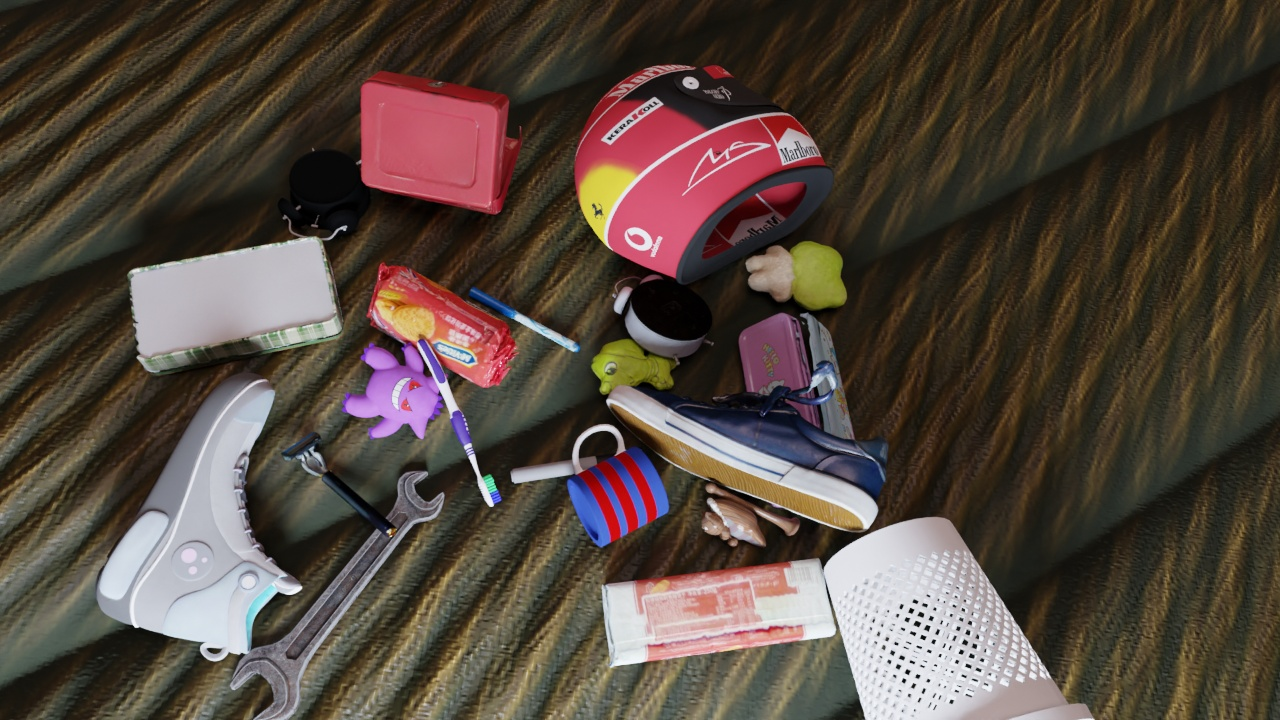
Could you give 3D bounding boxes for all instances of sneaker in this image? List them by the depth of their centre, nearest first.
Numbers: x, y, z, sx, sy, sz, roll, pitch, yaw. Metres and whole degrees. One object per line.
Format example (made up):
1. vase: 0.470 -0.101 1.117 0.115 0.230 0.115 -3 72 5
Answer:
1. sneaker: -0.378 0.144 0.874 0.160 0.093 0.256 25 62 -4
2. sneaker: 0.109 0.060 0.921 0.295 0.121 0.127 18 67 22

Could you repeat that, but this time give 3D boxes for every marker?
1. marker: -0.065 0.110 0.961 0.140 0.016 0.016 -8 65 -11
2. marker: -0.130 -0.046 1.031 0.142 0.013 0.013 28 64 7

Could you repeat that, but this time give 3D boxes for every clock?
1. clock: 0.022 -0.053 1.026 0.122 0.035 0.094 42 46 20
2. clock: -0.363 -0.189 1.056 0.091 0.043 0.120 11 63 -2

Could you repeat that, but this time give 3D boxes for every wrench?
1. wrench: -0.284 0.220 0.884 0.070 0.010 0.272 32 64 9

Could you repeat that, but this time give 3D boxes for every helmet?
1. helmet: 0.052 -0.224 1.040 0.270 0.198 0.224 -28 70 -28

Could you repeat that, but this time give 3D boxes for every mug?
1. mug: -0.032 0.120 0.923 0.076 0.075 0.112 -25 77 -18

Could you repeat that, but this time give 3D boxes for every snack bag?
1. snack bag: 0.075 0.246 0.899 0.225 0.041 0.077 -6 64 -8
2. snack bag: -0.210 -0.035 0.983 0.176 0.082 0.082 29 64 7

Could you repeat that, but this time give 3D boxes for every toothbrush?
1. toothbrush: -0.186 0.062 0.941 0.016 0.015 0.186 -23 87 -20

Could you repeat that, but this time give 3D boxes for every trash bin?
1. trash bin: 0.268 0.265 0.842 0.195 0.196 0.199 -10 56 -12

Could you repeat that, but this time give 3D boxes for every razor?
1. razor: -0.297 0.129 0.917 0.144 0.022 0.042 38 51 16

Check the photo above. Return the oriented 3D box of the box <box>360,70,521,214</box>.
1. box: -0.226 -0.254 1.041 0.157 0.165 0.151 10 68 -2

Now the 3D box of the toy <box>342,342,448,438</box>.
1. toy: -0.251 0.035 0.954 0.088 0.056 0.106 19 79 1

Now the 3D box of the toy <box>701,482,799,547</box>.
1. toy: 0.106 0.166 0.940 0.102 0.042 0.054 26 78 -1

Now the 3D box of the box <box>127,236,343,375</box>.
1. box: -0.431 -0.059 0.982 0.205 0.050 0.117 -15 69 -13

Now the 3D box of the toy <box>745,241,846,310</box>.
1. toy: 0.182 -0.100 1.079 0.118 0.043 0.092 1 66 -3

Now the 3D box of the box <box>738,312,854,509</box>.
1. box: 0.182 0.057 1.006 0.092 0.090 0.213 21 53 -44

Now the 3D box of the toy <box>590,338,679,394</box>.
1. toy: -0.006 0.006 1.009 0.093 0.036 0.094 19 55 0
